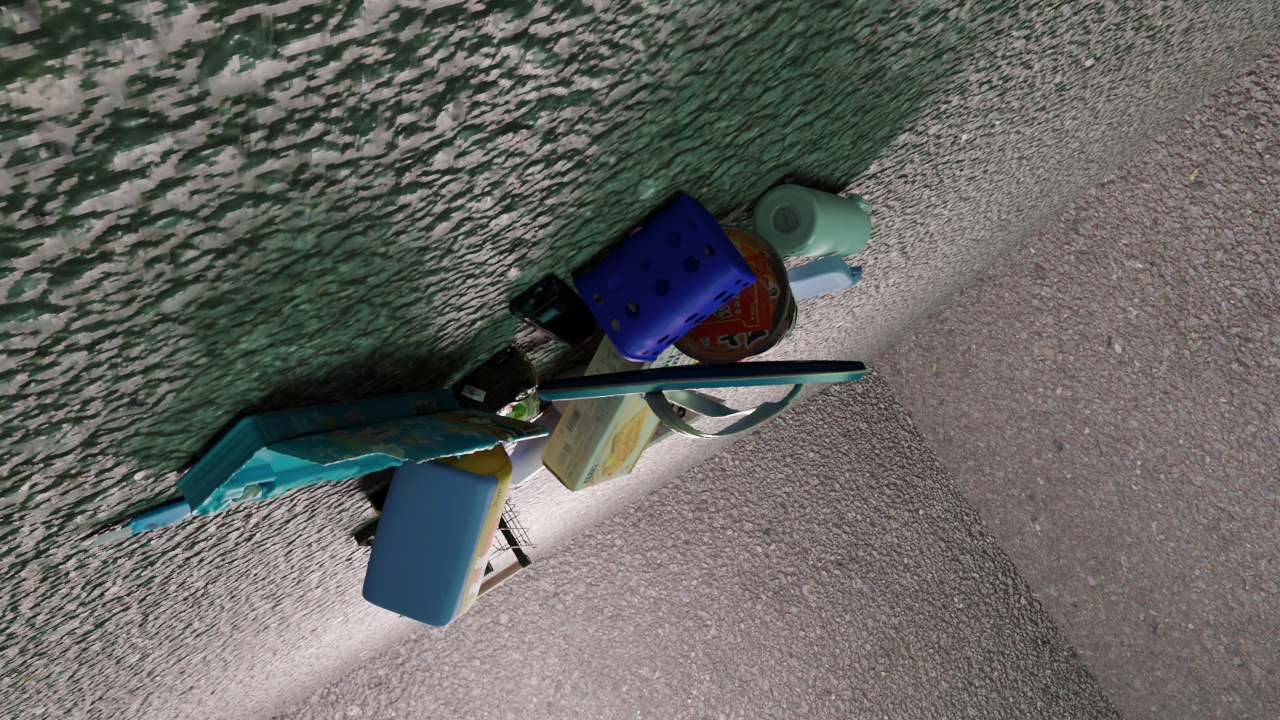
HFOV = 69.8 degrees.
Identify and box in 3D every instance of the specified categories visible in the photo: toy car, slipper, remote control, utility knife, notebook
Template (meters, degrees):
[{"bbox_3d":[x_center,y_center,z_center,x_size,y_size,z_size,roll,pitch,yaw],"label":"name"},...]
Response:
[{"bbox_3d":[-0.137,0.034,0.829,0.112,0.047,0.047,-35,166,11],"label":"toy car"},{"bbox_3d":[0.054,0.033,0.831,0.295,0.060,0.118,-4,-174,0],"label":"slipper"},{"bbox_3d":[-0.068,-0.037,0.781,0.047,0.022,0.150,-33,168,4],"label":"remote control"},{"bbox_3d":[-0.331,0.109,0.705,0.174,0.015,0.031,-19,157,-46],"label":"utility knife"},{"bbox_3d":[-0.002,0.088,1.302,0.209,0.009,0.143,-27,-156,-28],"label":"notebook"}]

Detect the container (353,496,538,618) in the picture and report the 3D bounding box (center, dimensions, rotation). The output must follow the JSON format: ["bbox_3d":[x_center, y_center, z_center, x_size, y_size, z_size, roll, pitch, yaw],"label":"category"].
[{"bbox_3d":[-0.244,0.245,1.207,0.163,0.130,0.241,-33,169,-1],"label":"container"}]

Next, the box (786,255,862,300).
[{"bbox_3d":[0.133,-0.068,0.996,0.210,0.034,0.127,-14,176,24],"label":"box"}]

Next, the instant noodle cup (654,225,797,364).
[{"bbox_3d":[0.092,-0.053,0.863,0.124,0.123,0.121,-36,163,15],"label":"instant noodle cup"}]

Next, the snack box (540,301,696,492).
[{"bbox_3d":[-0.013,0.034,0.949,0.104,0.057,0.208,-7,132,-54],"label":"snack box"}]

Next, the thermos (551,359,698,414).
[{"bbox_3d":[-0.006,0.006,1.048,0.223,0.052,0.052,-24,165,-38],"label":"thermos"}]

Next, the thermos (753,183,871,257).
[{"bbox_3d":[0.179,-0.137,0.919,0.078,0.065,0.206,-56,160,21],"label":"thermos"}]

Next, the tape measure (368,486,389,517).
[{"bbox_3d":[-0.255,0.164,1.012,0.067,0.062,0.038,-29,169,-23],"label":"tape measure"}]

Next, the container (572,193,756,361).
[{"bbox_3d":[0.022,-0.066,0.747,0.114,0.085,0.084,-37,169,15],"label":"container"}]

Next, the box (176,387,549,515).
[{"bbox_3d":[-0.202,0.058,0.701,0.182,0.071,0.226,-14,177,25],"label":"box"}]

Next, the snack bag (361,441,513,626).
[{"bbox_3d":[-0.192,0.167,0.964,0.205,0.102,0.159,-16,124,-81],"label":"snack bag"}]

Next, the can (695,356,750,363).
[{"bbox_3d":[0.128,-0.035,1.199,0.067,0.067,0.171,-25,166,-34],"label":"can"}]

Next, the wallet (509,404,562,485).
[{"bbox_3d":[-0.096,0.080,1.059,0.115,0.037,0.118,-37,-166,21],"label":"wallet"}]

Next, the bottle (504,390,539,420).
[{"bbox_3d":[-0.149,0.054,0.892,0.110,0.043,0.043,-21,164,-46],"label":"bottle"}]

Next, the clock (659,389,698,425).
[{"bbox_3d":[0.011,0.038,1.130,0.121,0.091,0.042,-22,180,5],"label":"clock"}]
